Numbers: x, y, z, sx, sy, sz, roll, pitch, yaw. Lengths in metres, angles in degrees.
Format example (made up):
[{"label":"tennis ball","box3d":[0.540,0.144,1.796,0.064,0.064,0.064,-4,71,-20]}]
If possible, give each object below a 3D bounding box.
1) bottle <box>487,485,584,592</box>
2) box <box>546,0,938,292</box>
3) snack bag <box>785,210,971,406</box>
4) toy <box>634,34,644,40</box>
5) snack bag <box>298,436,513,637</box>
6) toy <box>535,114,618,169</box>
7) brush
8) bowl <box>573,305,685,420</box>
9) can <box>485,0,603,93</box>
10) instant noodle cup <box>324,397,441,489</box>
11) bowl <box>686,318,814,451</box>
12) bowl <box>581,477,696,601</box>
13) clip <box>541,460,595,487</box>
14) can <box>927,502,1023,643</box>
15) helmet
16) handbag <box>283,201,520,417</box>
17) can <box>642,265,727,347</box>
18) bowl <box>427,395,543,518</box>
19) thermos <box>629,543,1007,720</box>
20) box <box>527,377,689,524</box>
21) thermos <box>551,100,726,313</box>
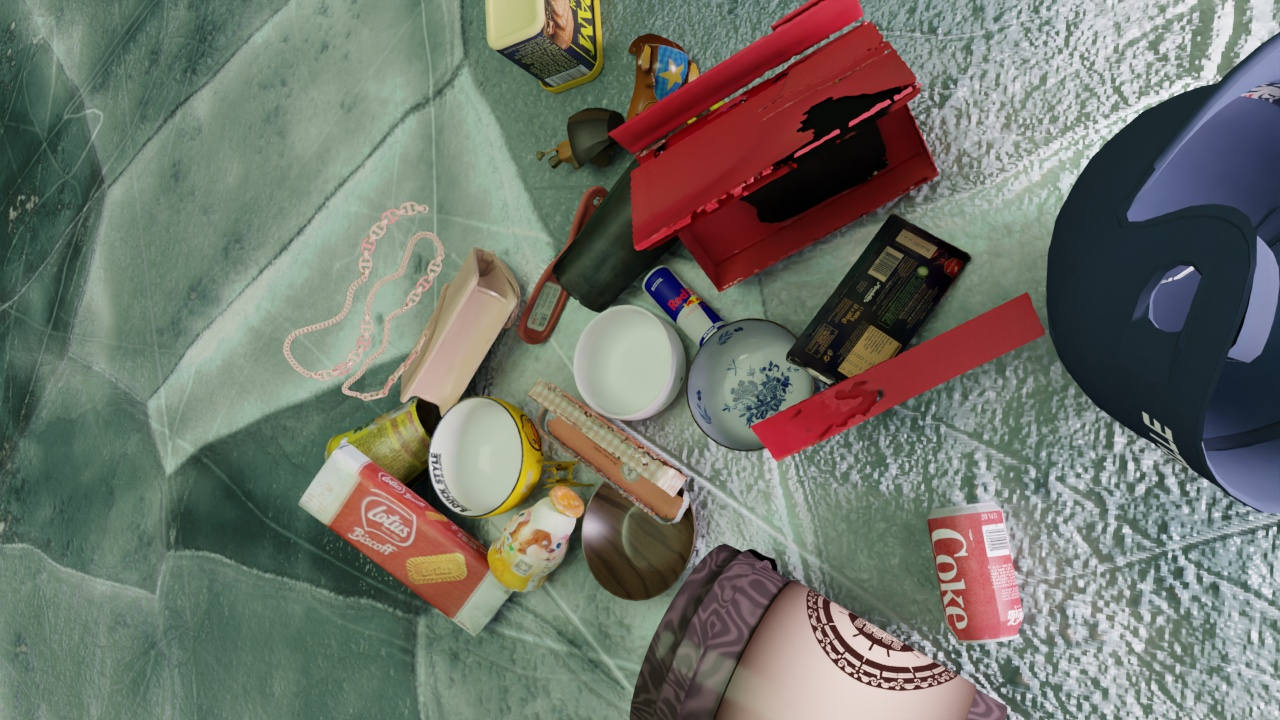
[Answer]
[{"label":"bottle","box3d":[-0.096,0.167,0.861,0.109,0.063,0.063,-51,62,23]},{"label":"box","box3d":[0.054,-0.211,0.641,0.212,0.409,0.107,-27,56,17]},{"label":"snack bag","box3d":[0.189,-0.043,0.732,0.074,0.018,0.155,35,83,23]},{"label":"toy","box3d":[0.004,-0.272,0.895,0.103,0.070,0.090,44,119,51]},{"label":"snack bag","box3d":[-0.225,0.175,0.900,0.225,0.041,0.077,37,104,-2]},{"label":"toy","box3d":[-0.060,-0.214,0.912,0.100,0.062,0.076,-14,38,33]},{"label":"brush","box3d":[-0.081,-0.097,0.916,0.030,0.041,0.172,35,101,47]},{"label":"bowl","box3d":[-0.005,0.005,0.845,0.105,0.054,0.104,-7,77,29]},{"label":"can","box3d":[-0.099,-0.358,0.926,0.075,0.104,0.135,-10,77,28]},{"label":"instant noodle cup","box3d":[-0.255,0.094,0.958,0.108,0.102,0.102,-33,67,12]},{"label":"bowl","box3d":[0.101,0.023,0.785,0.114,0.045,0.114,-5,79,30]},{"label":"bowl","box3d":[0.004,0.155,0.825,0.119,0.032,0.119,-10,72,31]},{"label":"clip","box3d":[-0.074,0.106,0.878,0.048,0.054,0.045,47,129,52]},{"label":"can","box3d":[0.246,0.155,0.675,0.054,0.054,0.096,-14,76,28]},{"label":"helmet","box3d":[0.366,-0.072,0.541,0.222,0.232,0.273,-104,31,-58]},{"label":"handbag","box3d":[-0.225,-0.063,0.906,0.199,0.187,0.116,-56,28,15]},{"label":"can","box3d":[0.042,-0.047,0.837,0.032,0.032,0.095,-50,62,14]},{"label":"bowl","box3d":[-0.143,0.096,0.903,0.117,0.067,0.117,-5,80,29]},{"label":"thermos","box3d":[0.130,0.255,0.669,0.226,0.172,0.173,22,94,24]},{"label":"box","box3d":[-0.035,0.077,0.817,0.187,0.054,0.079,31,130,36]},{"label":"thermos","box3d":[0.012,-0.144,0.837,0.221,0.098,0.098,-45,63,21]}]
